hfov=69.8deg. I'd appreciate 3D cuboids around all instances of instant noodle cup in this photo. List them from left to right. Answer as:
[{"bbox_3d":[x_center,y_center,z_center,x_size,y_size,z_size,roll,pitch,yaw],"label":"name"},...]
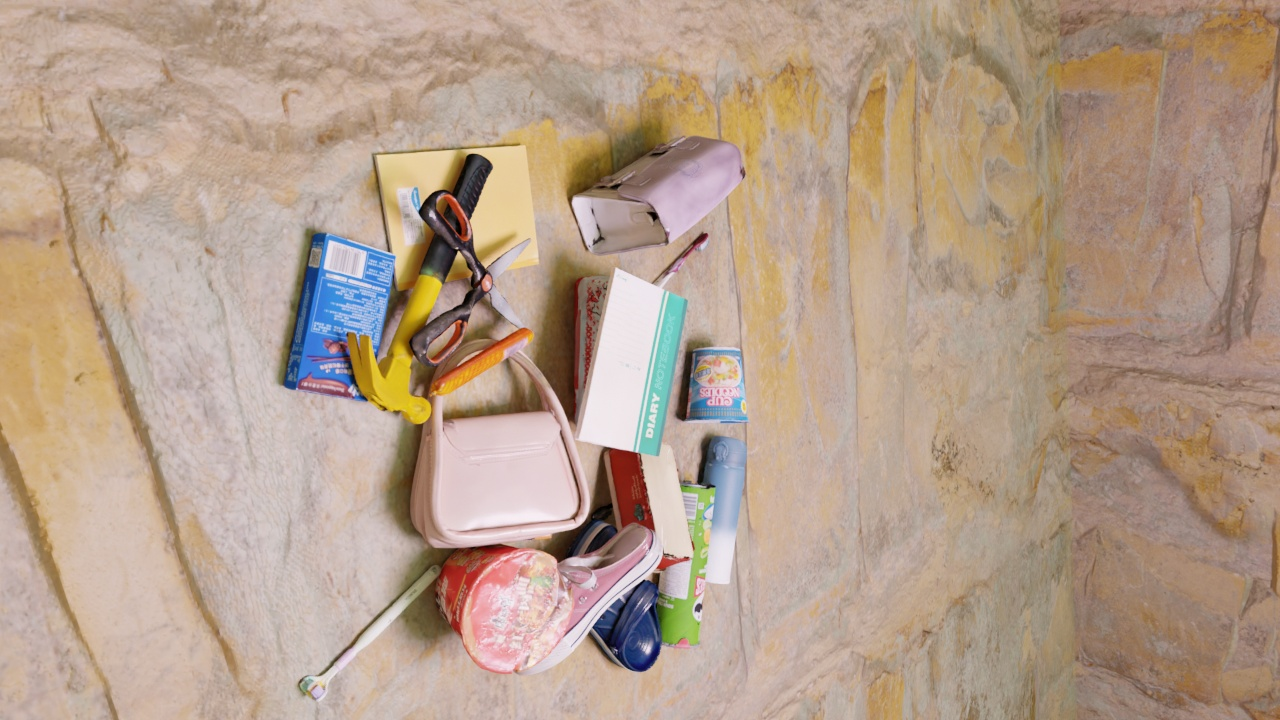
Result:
[{"bbox_3d":[-0.163,0.270,1.038,0.137,0.109,0.138,-4,97,-36],"label":"instant noodle cup"},{"bbox_3d":[0.112,0.037,1.356,0.099,0.099,0.110,6,82,-48],"label":"instant noodle cup"}]

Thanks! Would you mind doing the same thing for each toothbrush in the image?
[{"bbox_3d":[-0.283,0.287,0.986,0.189,0.029,0.020,-43,166,-38],"label":"toothbrush"},{"bbox_3d":[-0.003,0.188,1.293,0.189,0.016,0.014,-22,115,-46],"label":"toothbrush"},{"bbox_3d":[0.049,-0.128,1.320,0.187,0.016,0.017,-48,136,-35],"label":"toothbrush"}]

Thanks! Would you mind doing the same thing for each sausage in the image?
[{"bbox_3d":[-0.173,0.000,1.018,0.164,0.021,0.021,-36,119,-44],"label":"sausage"}]

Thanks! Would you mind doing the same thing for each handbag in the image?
[{"bbox_3d":[-0.165,0.089,1.043,0.193,0.094,0.234,-3,84,-34],"label":"handbag"},{"bbox_3d":[0.027,-0.219,1.189,0.196,0.145,0.098,-42,126,-39],"label":"handbag"}]

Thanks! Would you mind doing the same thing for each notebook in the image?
[{"bbox_3d":[-0.200,-0.166,1.040,0.205,0.010,0.146,-19,108,-46],"label":"notebook"},{"bbox_3d":[-0.007,0.007,1.131,0.150,0.012,0.209,18,81,-47],"label":"notebook"}]

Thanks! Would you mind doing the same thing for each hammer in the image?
[{"bbox_3d":[-0.223,-0.088,0.978,0.129,0.033,0.300,48,56,-57],"label":"hammer"}]

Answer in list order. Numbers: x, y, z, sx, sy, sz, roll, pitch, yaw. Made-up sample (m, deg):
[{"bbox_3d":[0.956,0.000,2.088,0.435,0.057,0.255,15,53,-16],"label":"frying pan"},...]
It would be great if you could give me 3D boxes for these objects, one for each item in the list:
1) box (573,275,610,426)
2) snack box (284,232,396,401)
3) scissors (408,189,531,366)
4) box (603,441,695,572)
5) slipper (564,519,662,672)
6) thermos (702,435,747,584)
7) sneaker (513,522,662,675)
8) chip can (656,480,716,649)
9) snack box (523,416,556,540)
[{"bbox_3d":[-0.035,-0.008,1.175,0.095,0.100,0.201,-4,97,-47],"label":"box"},{"bbox_3d":[-0.301,-0.042,0.926,0.084,0.026,0.157,15,83,-50],"label":"snack box"},{"bbox_3d":[-0.182,-0.083,0.996,0.220,0.022,0.233,-65,147,-29],"label":"scissors"},{"bbox_3d":[0.019,0.188,1.218,0.091,0.078,0.168,21,50,-49],"label":"box"},{"bbox_3d":[-0.024,0.330,1.227,0.104,0.095,0.253,-47,129,-38],"label":"slipper"},{"bbox_3d":[0.119,0.226,1.397,0.070,0.070,0.220,13,84,-48],"label":"thermos"},{"bbox_3d":[-0.085,0.276,1.111,0.241,0.118,0.088,-41,120,0],"label":"sneaker"},{"bbox_3d":[0.064,0.294,1.336,0.072,0.072,0.236,8,87,-48],"label":"chip can"},{"bbox_3d":[-0.137,0.144,1.129,0.075,0.026,0.153,7,88,-48],"label":"snack box"}]
